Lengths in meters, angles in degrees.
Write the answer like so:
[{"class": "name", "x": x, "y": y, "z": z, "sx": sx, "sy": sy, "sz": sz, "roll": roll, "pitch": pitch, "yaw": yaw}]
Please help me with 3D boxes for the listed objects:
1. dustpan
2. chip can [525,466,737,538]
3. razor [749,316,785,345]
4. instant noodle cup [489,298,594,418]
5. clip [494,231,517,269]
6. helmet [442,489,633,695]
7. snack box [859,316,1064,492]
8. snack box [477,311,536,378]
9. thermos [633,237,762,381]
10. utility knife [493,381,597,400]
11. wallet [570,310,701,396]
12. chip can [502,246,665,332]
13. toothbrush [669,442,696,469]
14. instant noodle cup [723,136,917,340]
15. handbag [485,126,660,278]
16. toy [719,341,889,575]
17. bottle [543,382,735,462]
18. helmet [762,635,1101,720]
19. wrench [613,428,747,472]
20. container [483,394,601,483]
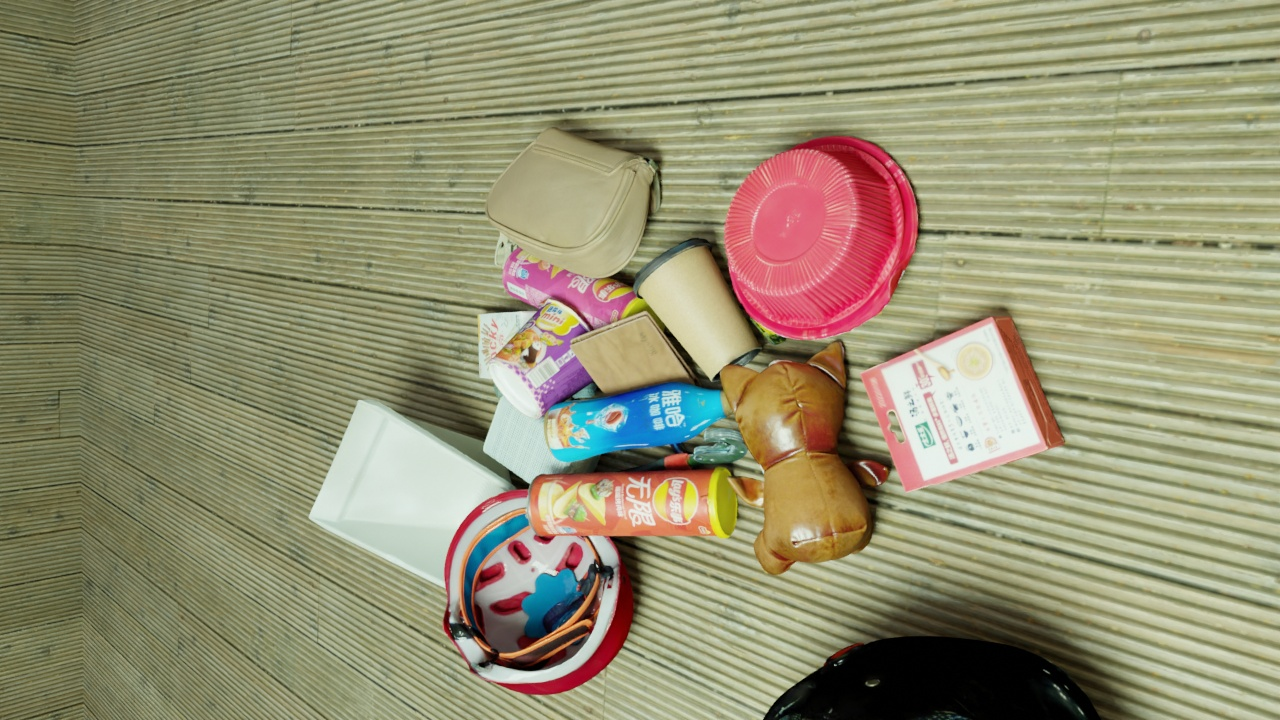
[{"class": "dustpan", "x": -0.262, "y": 0.198, "z": 1.171, "sx": 0.223, "sy": 0.257, "sz": 0.142, "roll": -59, "pitch": 33, "yaw": 28}, {"class": "chip can", "x": -0.011, "y": 0.150, "z": 0.967, "sx": 0.217, "sy": 0.073, "sz": 0.073, "roll": -3, "pitch": 91, "yaw": 22}, {"class": "razor", "x": 0.154, "y": -0.076, "z": 0.879, "sx": 0.133, "sy": 0.028, "sz": 0.043, "roll": -54, "pitch": 55, "yaw": 29}, {"class": "instant noodle cup", "x": -0.107, "y": 0.005, "z": 1.024, "sx": 0.111, "sy": 0.099, "sz": 0.112, "roll": 39, "pitch": 156, "yaw": 21}, {"class": "clip", "x": -0.173, "y": -0.176, "z": 1.168, "sx": 0.092, "sy": 0.034, "sz": 0.103, "roll": 52, "pitch": 132, "yaw": 23}, {"class": "helmet", "x": -0.109, "y": 0.274, "z": 1.055, "sx": 0.207, "sy": 0.144, "sz": 0.240, "roll": -38, "pitch": 48, "yaw": -5}, {"class": "snack box", "x": 0.266, "y": 0.039, "z": 0.769, "sx": 0.127, "sy": 0.044, "sz": 0.113, "roll": -28, "pitch": 75, "yaw": 39}, {"class": "snack box", "x": -0.165, "y": -0.018, "z": 1.144, "sx": 0.157, "sy": 0.026, "sz": 0.084, "roll": 2, "pitch": 94, "yaw": 61}, {"class": "thermos", "x": 0.059, "y": -0.054, "z": 0.930, "sx": 0.093, "sy": 0.092, "sz": 0.143, "roll": -43, "pitch": 74, "yaw": 36}, {"class": "utility knife", "x": -0.120, "y": 0.039, "z": 1.150, "sx": 0.197, "sy": 0.020, "sz": 0.031, "roll": -4, "pitch": 96, "yaw": 38}, {"class": "wallet", "x": -0.006, "y": 0.006, "z": 0.976, "sx": 0.101, "sy": 0.020, "sz": 0.115, "roll": -21, "pitch": 123, "yaw": 28}, {"class": "chip can", "x": -0.069, "y": -0.073, "z": 1.052, "sx": 0.211, "sy": 0.071, "sz": 0.071, "roll": 27, "pitch": 111, "yaw": 39}, {"class": "toothbrush", "x": 0.039, "y": 0.091, "z": 1.006, "sx": 0.014, "sy": 0.016, "sz": 0.189, "roll": -44, "pitch": 67, "yaw": 29}, {"class": "instant noodle cup", "x": 0.147, "y": -0.118, "z": 0.829, "sx": 0.194, "sy": 0.065, "sz": 0.193, "roll": -8, "pitch": 77, "yaw": 36}, {"class": "handbag", "x": -0.073, "y": -0.175, "z": 1.030, "sx": 0.205, "sy": 0.099, "sz": 0.147, "roll": 28, "pitch": 85, "yaw": 39}, {"class": "toy", "x": 0.148, "y": 0.087, "z": 0.846, "sx": 0.130, "sy": 0.140, "sz": 0.199, "roll": 108, "pitch": 149, "yaw": -78}, {"class": "bottle", "x": 0.009, "y": 0.060, "z": 0.960, "sx": 0.219, "sy": 0.065, "sz": 0.065, "roll": -11, "pitch": 85, "yaw": 18}, {"class": "helmet", "x": 0.225, "y": 0.329, "z": 0.705, "sx": 0.276, "sy": 0.229, "sz": 0.233, "roll": -18, "pitch": 87, "yaw": 50}, {"class": "wrench", "x": 0.022, "y": 0.115, "z": 0.987, "sx": 0.274, "sy": 0.056, "sz": 0.016, "roll": -28, "pitch": 45, "yaw": 50}, {"class": "container", "x": -0.108, "y": 0.094, "z": 1.082, "sx": 0.111, "sy": 0.090, "sz": 0.090, "roll": 33, "pitch": 116, "yaw": 25}]
